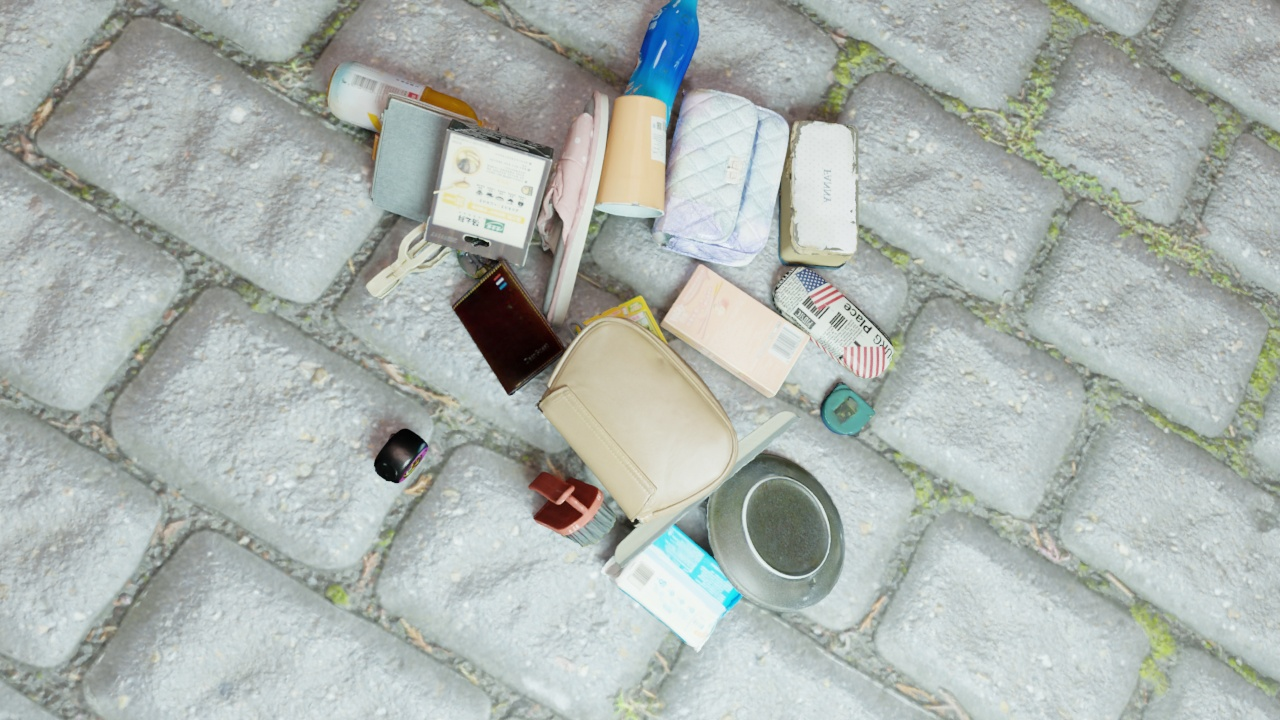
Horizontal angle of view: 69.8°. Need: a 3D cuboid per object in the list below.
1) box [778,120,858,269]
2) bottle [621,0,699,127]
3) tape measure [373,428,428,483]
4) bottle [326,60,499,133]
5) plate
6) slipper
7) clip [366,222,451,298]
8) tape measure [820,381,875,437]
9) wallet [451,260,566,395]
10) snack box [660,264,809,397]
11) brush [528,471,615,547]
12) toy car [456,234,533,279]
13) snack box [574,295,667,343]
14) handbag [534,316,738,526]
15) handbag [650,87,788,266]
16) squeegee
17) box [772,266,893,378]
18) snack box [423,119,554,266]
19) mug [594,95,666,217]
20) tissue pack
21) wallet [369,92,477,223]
[{"bbox_3d":[0.214,-0.193,1.102,0.090,0.060,0.184,6,80,-7],"label":"box"},{"bbox_3d":[0.031,-0.367,1.103,0.065,0.065,0.218,21,77,-4],"label":"bottle"},{"bbox_3d":[-0.256,0.101,0.975,0.039,0.057,0.058,38,85,1],"label":"tape measure"},{"bbox_3d":[-0.256,-0.280,1.043,0.189,0.068,0.068,18,77,-5],"label":"bottle"},{"bbox_3d":[0.155,0.184,1.006,0.179,0.024,0.179,12,62,-23],"label":"plate"},{"bbox_3d":[-0.083,-0.172,1.029,0.054,0.114,0.274,12,84,-10],"label":"slipper"},{"bbox_3d":[-0.257,-0.113,1.012,0.103,0.093,0.035,-37,86,-24],"label":"clip"},{"bbox_3d":[0.240,0.060,1.073,0.058,0.025,0.054,42,75,2],"label":"tape measure"},{"bbox_3d":[-0.146,-0.035,1.012,0.097,0.020,0.122,-36,86,30],"label":"wallet"},{"bbox_3d":[0.110,-0.034,1.071,0.157,0.026,0.084,34,77,-1],"label":"snack box"},{"bbox_3d":[-0.075,0.149,0.947,0.069,0.146,0.063,46,75,-12],"label":"brush"},{"bbox_3d":[-0.165,-0.128,1.043,0.091,0.036,0.043,-38,88,-17],"label":"toy car"},{"bbox_3d":[-0.006,0.006,1.044,0.086,0.034,0.140,-27,86,-12],"label":"snack box"},{"bbox_3d":[0.000,0.059,0.932,0.148,0.100,0.204,-41,81,3],"label":"handbag"},{"bbox_3d":[0.095,-0.216,1.079,0.134,0.076,0.193,13,77,-5],"label":"handbag"},{"bbox_3d":[-0.002,0.051,1.000,0.246,0.039,0.246,-40,81,-5],"label":"squeegee"},{"bbox_3d":[0.227,-0.043,1.087,0.164,0.058,0.070,43,59,0],"label":"box"},{"bbox_3d":[-0.163,-0.180,0.988,0.113,0.053,0.126,15,121,-9],"label":"snack box"},{"bbox_3d":[-0.006,-0.226,1.018,0.078,0.078,0.123,6,91,-7],"label":"mug"},{"bbox_3d":[0.037,0.237,0.989,0.140,0.063,0.090,39,76,0],"label":"tissue pack"},{"bbox_3d":[-0.245,-0.221,1.019,0.106,0.036,0.130,19,120,-3],"label":"wallet"}]
